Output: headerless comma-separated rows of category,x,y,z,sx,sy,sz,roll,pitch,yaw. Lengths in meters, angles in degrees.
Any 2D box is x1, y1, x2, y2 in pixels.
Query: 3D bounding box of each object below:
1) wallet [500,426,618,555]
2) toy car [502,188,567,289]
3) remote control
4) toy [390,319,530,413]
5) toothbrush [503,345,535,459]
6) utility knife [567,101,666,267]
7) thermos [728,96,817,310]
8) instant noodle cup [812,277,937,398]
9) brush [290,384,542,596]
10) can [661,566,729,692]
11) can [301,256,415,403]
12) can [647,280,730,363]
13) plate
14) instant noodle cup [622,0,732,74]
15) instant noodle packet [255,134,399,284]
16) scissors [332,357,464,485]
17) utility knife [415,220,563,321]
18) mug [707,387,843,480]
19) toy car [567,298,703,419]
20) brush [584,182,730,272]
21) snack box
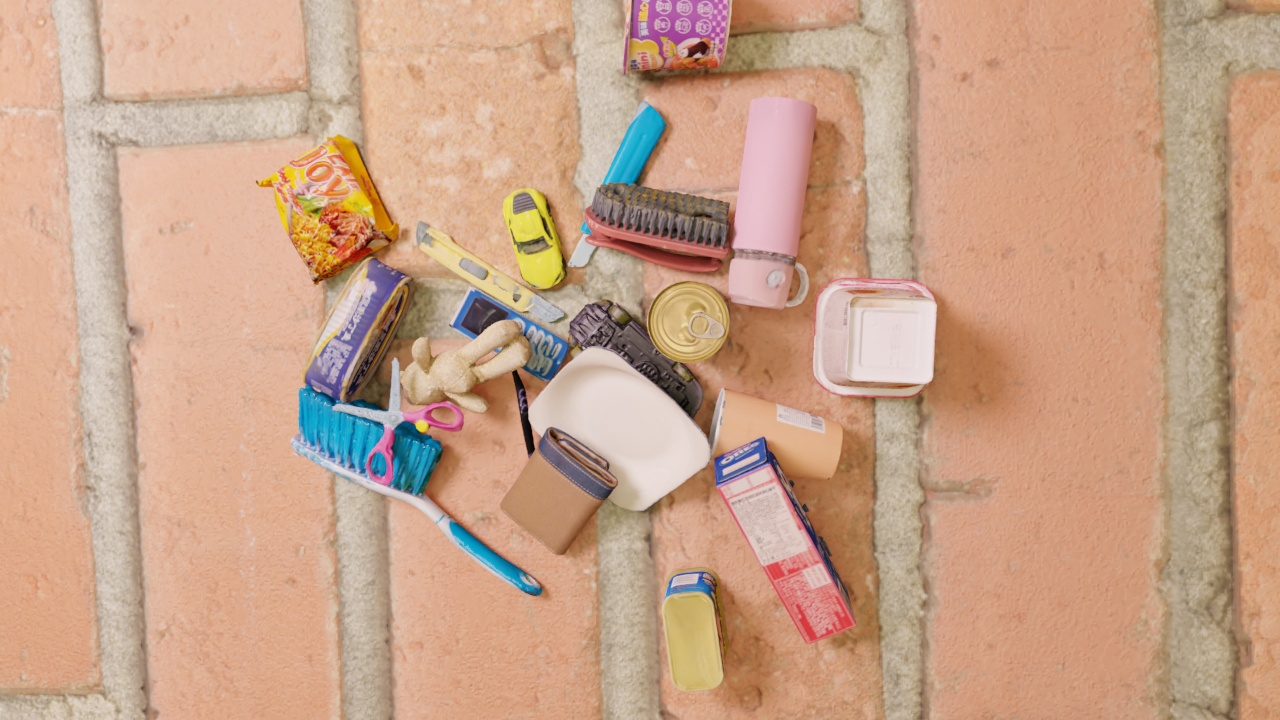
wallet,-0.084,0.134,0.932,0.090,0.033,0.115,37,117,5
toy car,-0.109,-0.124,0.940,0.048,0.032,0.105,-16,92,7
remote control,-0.135,-0.027,0.951,0.125,0.024,0.049,30,96,3
toy,-0.179,0.004,0.923,0.158,0.066,0.105,-23,127,29
toothbrush,-0.118,0.051,0.942,0.017,0.014,0.189,1,106,38
utility knife,-0.027,-0.174,0.935,0.034,0.018,0.182,27,97,-12
thermos,0.136,-0.149,0.897,0.087,0.067,0.198,5,93,-23
instant noodle cup,0.224,-0.020,0.858,0.116,0.124,0.116,3,93,7
brush,-0.226,0.134,0.959,0.314,0.060,0.109,24,101,3
can,0.054,0.267,0.912,0.057,0.083,0.102,-8,91,7
can,-0.288,-0.031,0.942,0.049,0.074,0.148,27,85,3
can,0.049,-0.039,0.886,0.075,0.111,0.075,1,94,7
plate,-0.018,0.064,0.907,0.163,0.034,0.165,44,133,-5
instant noodle cup,0.034,-0.328,0.881,0.099,0.111,0.111,5,93,-2
instant noodle packet,-0.327,-0.161,0.960,0.111,0.044,0.128,-29,89,3
scissors,-0.243,0.063,0.915,0.133,0.017,0.134,10,101,2
utility knife,-0.161,-0.089,0.960,0.183,0.019,0.031,31,101,0
mug,0.132,0.076,0.902,0.123,0.078,0.078,11,94,1
toy car,-0.005,0.005,0.928,0.158,0.042,0.070,44,98,0
brush,0.016,-0.129,0.907,0.146,0.063,0.069,11,128,0
snack box,0.139,0.172,0.875,0.058,0.057,0.207,-25,111,13
